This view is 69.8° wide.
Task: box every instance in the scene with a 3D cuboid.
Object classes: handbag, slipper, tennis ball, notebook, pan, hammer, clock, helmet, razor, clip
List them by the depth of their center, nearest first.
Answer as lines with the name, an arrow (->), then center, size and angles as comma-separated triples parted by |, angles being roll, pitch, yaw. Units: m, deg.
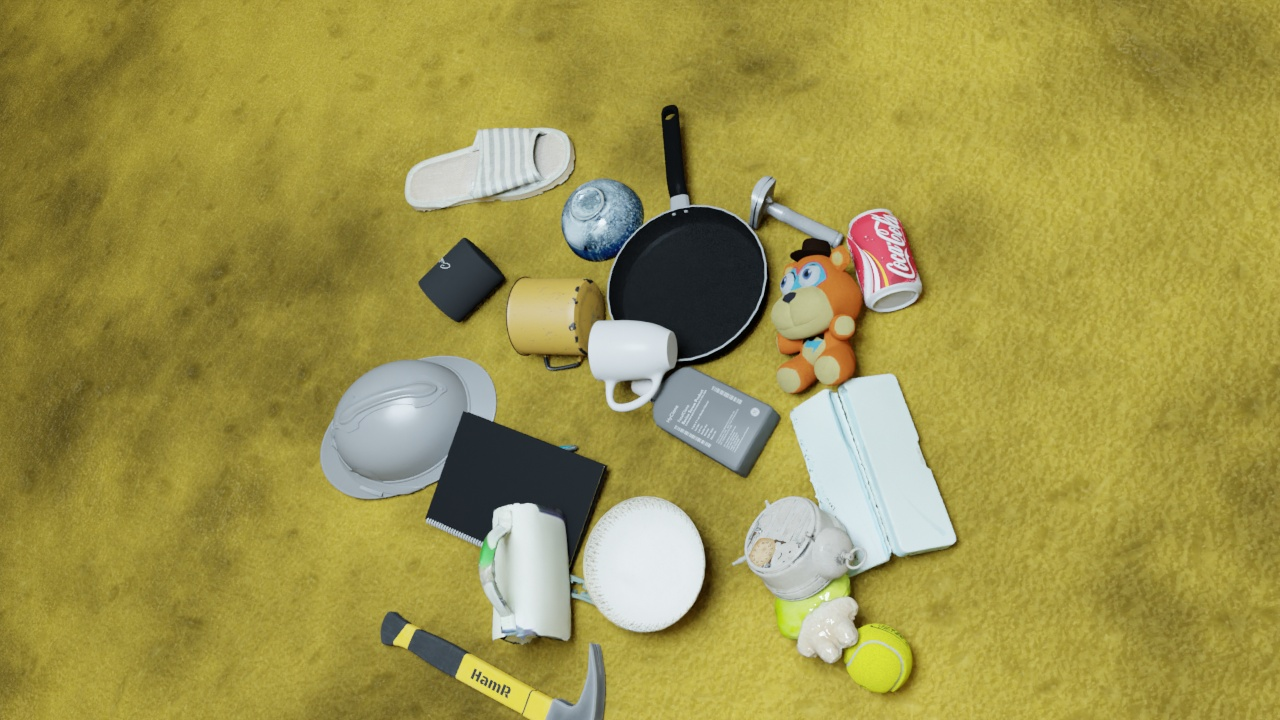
tennis ball -> 0.236, 0.295, 0.909 | 0.065, 0.065, 0.065 | -7, 70, 20
clock -> 0.167, 0.189, 0.938 | 0.157, 0.061, 0.103 | -3, 51, 56
handbag -> -0.141, 0.230, 1.000 | 0.074, 0.176, 0.151 | -10, 70, 15
clip -> -0.054, 0.270, 1.065 | 0.076, 0.023, 0.042 | 9, 78, 27
hammer -> -0.184, 0.369, 1.083 | 0.325, 0.034, 0.169 | 17, 78, 28
razor -> 0.186, -0.167, 1.093 | 0.116, 0.088, 0.047 | 28, 84, 9
notebook -> -0.156, 0.165, 1.126 | 0.207, 0.016, 0.149 | 18, 88, 22
pan -> 0.055, -0.162, 1.154 | 0.204, 0.044, 0.355 | -11, 68, 19
helmet -> -0.331, 0.072, 1.193 | 0.271, 0.117, 0.183 | -22, 65, 10
slipper -> -0.223, -0.273, 1.308 | 0.273, 0.054, 0.114 | -6, 65, 22

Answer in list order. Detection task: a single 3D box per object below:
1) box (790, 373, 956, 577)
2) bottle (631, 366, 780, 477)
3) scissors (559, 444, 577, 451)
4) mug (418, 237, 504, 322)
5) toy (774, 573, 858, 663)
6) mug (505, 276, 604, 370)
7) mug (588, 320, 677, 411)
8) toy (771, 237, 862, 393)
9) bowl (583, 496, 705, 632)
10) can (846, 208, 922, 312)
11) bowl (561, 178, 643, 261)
box -> 0.245, 0.120, 0.983 | 0.126, 0.074, 0.197 | -30, 61, 31
bottle -> 0.066, 0.058, 1.072 | 0.174, 0.046, 0.083 | 28, 85, 28
scissors -> -0.137, 0.139, 1.147 | 0.156, 0.019, 0.124 | 37, 88, 28
mug -> -0.248, -0.117, 1.255 | 0.088, 0.078, 0.113 | -44, 36, 4
toy -> 0.184, 0.259, 0.935 | 0.092, 0.043, 0.117 | -41, 26, 4
mug -> -0.102, -0.044, 1.157 | 0.094, 0.100, 0.124 | 2, 114, 21
mug -> -0.006, 0.006, 1.067 | 0.089, 0.071, 0.107 | 0, 85, 19
toy -> 0.199, -0.051, 1.029 | 0.112, 0.096, 0.175 | -19, 55, 53
bowl -> 0.014, 0.229, 1.026 | 0.145, 0.063, 0.145 | -7, 70, 21
can -> 0.273, -0.113, 1.034 | 0.064, 0.064, 0.104 | -17, 66, 17
bowl -> -0.060, -0.193, 1.204 | 0.114, 0.060, 0.114 | -8, 70, 22
